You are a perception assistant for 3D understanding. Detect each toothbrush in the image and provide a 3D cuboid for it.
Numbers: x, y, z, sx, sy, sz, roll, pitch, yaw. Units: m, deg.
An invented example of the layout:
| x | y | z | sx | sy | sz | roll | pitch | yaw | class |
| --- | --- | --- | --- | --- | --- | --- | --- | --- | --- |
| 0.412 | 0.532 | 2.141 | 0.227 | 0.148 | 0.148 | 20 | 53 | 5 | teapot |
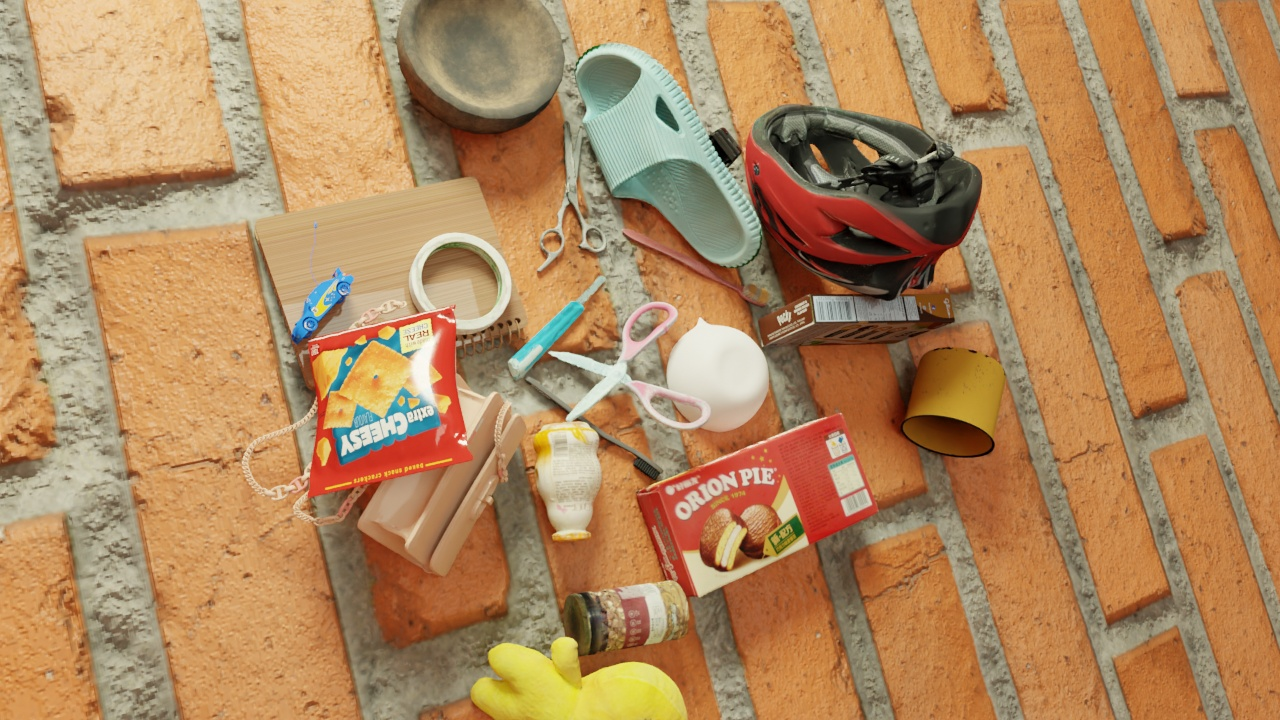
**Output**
| x | y | z | sx | sy | sz | roll | pitch | yaw | class |
| --- | --- | --- | --- | --- | --- | --- | --- | --- | --- |
| 0.062 | -0.102 | 0.992 | 0.184 | 0.016 | 0.015 | 24 | 62 | -16 | toothbrush |
| -0.045 | 0.066 | 0.903 | 0.167 | 0.013 | 0.013 | 38 | 73 | -12 | toothbrush |

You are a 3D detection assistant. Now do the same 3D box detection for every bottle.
| x | y | z | sx | sy | sz | roll | pitch | yaw | class |
| --- | --- | --- | --- | --- | --- | --- | --- | --- | --- |
| -0.013 | 0.238 | 0.852 | 0.105 | 0.056 | 0.056 | -2 | 78 | -25 | bottle |
| -0.067 | 0.113 | 0.854 | 0.063 | 0.063 | 0.108 | 1 | 78 | -24 | bottle |

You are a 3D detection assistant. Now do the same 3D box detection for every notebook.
| x | y | z | sx | sy | sz | roll | pitch | yaw | class |
| --- | --- | --- | --- | --- | --- | --- | --- | --- | --- |
| -0.224 | -0.071 | 0.850 | 0.210 | 0.022 | 0.169 | -18 | 85 | -27 | notebook |

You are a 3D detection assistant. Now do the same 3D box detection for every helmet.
| x | y | z | sx | sy | sz | roll | pitch | yaw | class |
| --- | --- | --- | --- | --- | --- | --- | --- | --- | --- |
| 0.224 | -0.182 | 0.980 | 0.217 | 0.167 | 0.272 | -16 | 47 | -27 | helmet |

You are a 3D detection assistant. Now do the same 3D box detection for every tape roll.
| x | y | z | sx | sy | sz | roll | pitch | yaw | class |
| --- | --- | --- | --- | --- | --- | --- | --- | --- | --- |
| -0.167 | -0.072 | 0.852 | 0.093 | 0.018 | 0.093 | 6 | 74 | -22 | tape roll |

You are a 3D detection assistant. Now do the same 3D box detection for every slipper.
| x | y | z | sx | sy | sz | roll | pitch | yaw | class |
| --- | --- | --- | --- | --- | --- | --- | --- | --- | --- |
| 0.023 | -0.202 | 0.945 | 0.276 | 0.116 | 0.069 | 53 | 45 | -10 | slipper |

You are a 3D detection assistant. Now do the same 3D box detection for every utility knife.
| x | y | z | sx | sy | sz | roll | pitch | yaw | class |
| --- | --- | --- | --- | --- | --- | --- | --- | --- | --- |
| -0.078 | -0.036 | 0.913 | 0.148 | 0.015 | 0.022 | -47 | 124 | -28 | utility knife |

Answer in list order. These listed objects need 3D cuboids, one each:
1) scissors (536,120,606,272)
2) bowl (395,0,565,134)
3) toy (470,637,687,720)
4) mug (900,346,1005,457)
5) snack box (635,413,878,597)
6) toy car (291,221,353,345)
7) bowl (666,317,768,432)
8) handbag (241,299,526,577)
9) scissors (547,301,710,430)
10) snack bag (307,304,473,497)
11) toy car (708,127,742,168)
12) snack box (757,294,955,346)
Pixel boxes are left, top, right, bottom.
| x | y | z | sx | sy | sz | roll | pitch | yaw | class |
| --- | --- | --- | --- | --- | --- | --- | --- | --- | --- |
| -0.081 | -0.168 | 0.942 | 0.120 | 0.014 | 0.159 | -23 | 91 | -27 | scissors |
| -0.161 | -0.296 | 0.905 | 0.162 | 0.070 | 0.162 | 6 | 75 | -23 | bowl |
| -0.043 | 0.308 | 0.802 | 0.207 | 0.092 | 0.134 | 20 | 113 | -12 | toy |
| 0.362 | 0.052 | 1.051 | 0.124 | 0.101 | 0.094 | 50 | 54 | -48 | mug |
| 0.121 | 0.144 | 0.933 | 0.235 | 0.060 | 0.113 | -18 | 86 | -27 | snack box |
| -0.285 | -0.066 | 0.787 | 0.062 | 0.033 | 0.091 | 43 | 63 | -14 | toy car |
| 0.089 | 0.014 | 0.955 | 0.114 | 0.051 | 0.114 | 6 | 75 | -23 | bowl |
| -0.206 | 0.072 | 0.809 | 0.187 | 0.117 | 0.198 | 22 | 71 | 16 | handbag |
| -0.001 | 0.016 | 0.906 | 0.175 | 0.013 | 0.170 | 41 | 63 | 12 | scissors |
| -0.204 | 0.031 | 0.738 | 0.131 | 0.039 | 0.144 | -13 | 61 | 2 | snack bag |
| 0.072 | -0.214 | 0.979 | 0.040 | 0.092 | 0.037 | 51 | 57 | -6 | toy car |
| 0.236 | -0.044 | 1.007 | 0.185 | 0.101 | 0.031 | -2 | 78 | -25 | snack box |
